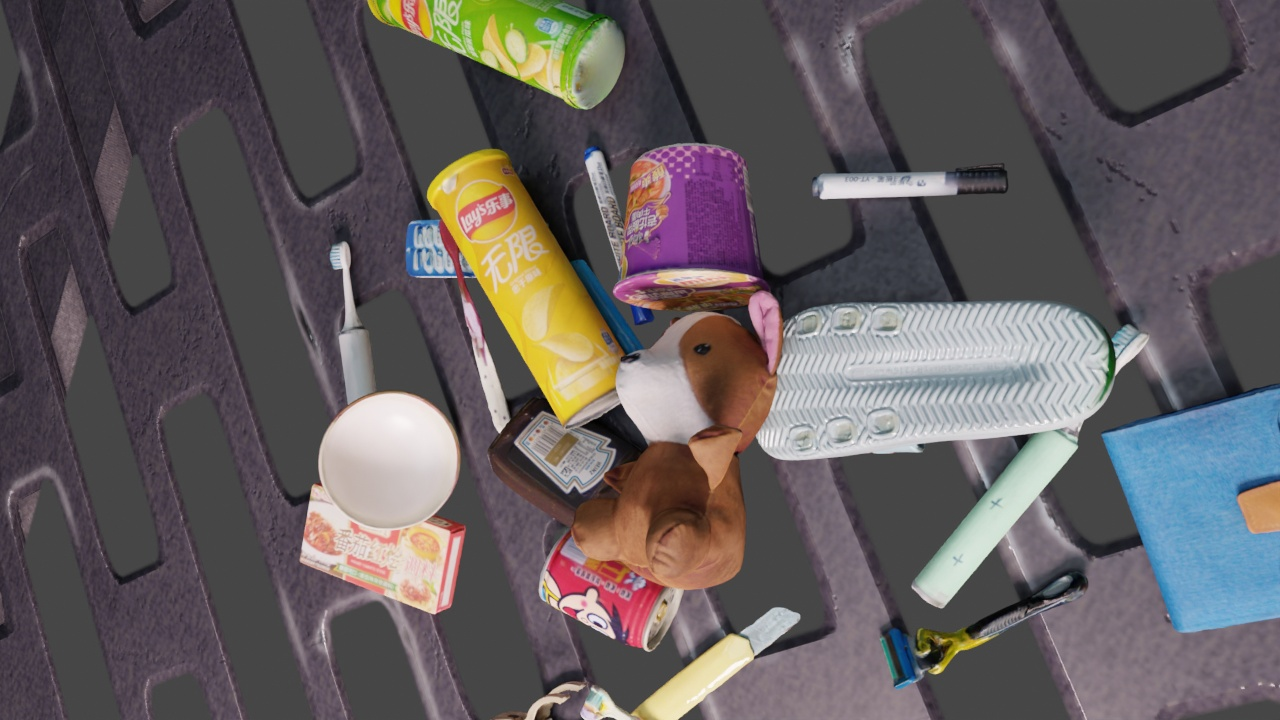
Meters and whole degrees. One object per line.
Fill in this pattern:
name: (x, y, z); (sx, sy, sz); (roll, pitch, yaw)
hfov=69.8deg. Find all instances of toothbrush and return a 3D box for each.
toothbrush: (-0.251, 0.003, 0.812); (0.026, 0.026, 0.221); (-9, 87, 13)
toothbrush: (-0.133, -0.026, 0.754); (0.016, 0.017, 0.187); (-12, 99, 17)
toothbrush: (0.255, 0.072, 0.601); (0.225, 0.026, 0.027); (-56, 50, 14)
toothbrush: (0.041, 0.302, 0.688); (0.189, 0.020, 0.029); (26, 101, 13)

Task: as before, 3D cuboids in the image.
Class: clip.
clip: (-0.076, 0.304, 0.739); (0.105, 0.034, 0.081); (-44, 74, 22)

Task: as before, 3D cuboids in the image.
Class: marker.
marker: (-0.018, -0.098, 0.719); (0.017, 0.016, 0.145); (-20, 83, 22)
marker: (0.184, -0.123, 0.634); (0.131, 0.018, 0.022); (4, 71, 22)

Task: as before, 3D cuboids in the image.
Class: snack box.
snack box: (-0.228, 0.161, 0.805); (0.153, 0.025, 0.075); (14, 96, 22)

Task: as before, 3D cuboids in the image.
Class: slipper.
slipper: (0.181, 0.011, 0.604); (0.246, 0.074, 0.104); (-8, 79, 40)

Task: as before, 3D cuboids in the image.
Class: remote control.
remote control: (-0.137, -0.093, 0.765); (0.125, 0.024, 0.049); (3, 91, 19)

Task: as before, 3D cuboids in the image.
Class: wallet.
wallet: (0.357, 0.091, 0.554); (0.107, 0.040, 0.133); (-20, 83, 26)

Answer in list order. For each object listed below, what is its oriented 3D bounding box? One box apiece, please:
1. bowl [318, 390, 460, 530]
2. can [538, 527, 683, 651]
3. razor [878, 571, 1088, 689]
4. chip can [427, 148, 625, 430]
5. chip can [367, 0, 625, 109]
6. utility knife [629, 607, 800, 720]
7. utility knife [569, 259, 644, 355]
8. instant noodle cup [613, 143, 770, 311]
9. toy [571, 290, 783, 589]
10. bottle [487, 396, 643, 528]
bowl: (-0.212, 0.083, 0.768); (0.062, 0.113, 0.113); (168, 96, -66)
can: (-0.021, 0.172, 0.696); (0.094, 0.066, 0.066); (22, 98, 21)
razor: (0.232, 0.177, 0.615); (0.143, 0.022, 0.042); (-31, 35, 17)
chip can: (-0.081, -0.055, 0.698); (0.072, 0.072, 0.213); (-35, 81, 19)
chip can: (-0.115, -0.269, 0.729); (0.221, 0.072, 0.073); (29, 101, 20)
utility knife: (0.044, 0.244, 0.694); (0.031, 0.020, 0.195); (49, 114, 10)
utility knife: (-0.004, 0.004, 0.714); (0.034, 0.018, 0.206); (-43, 75, 30)
instant noodle cup: (0.035, -0.094, 0.653); (0.112, 0.111, 0.099); (-6, 79, 23)
toy: (0.027, 0.047, 0.614); (0.140, 0.130, 0.199); (-2, 58, 52)
bottle: (-0.021, 0.100, 0.694); (0.195, 0.044, 0.079); (28, 60, 20)
